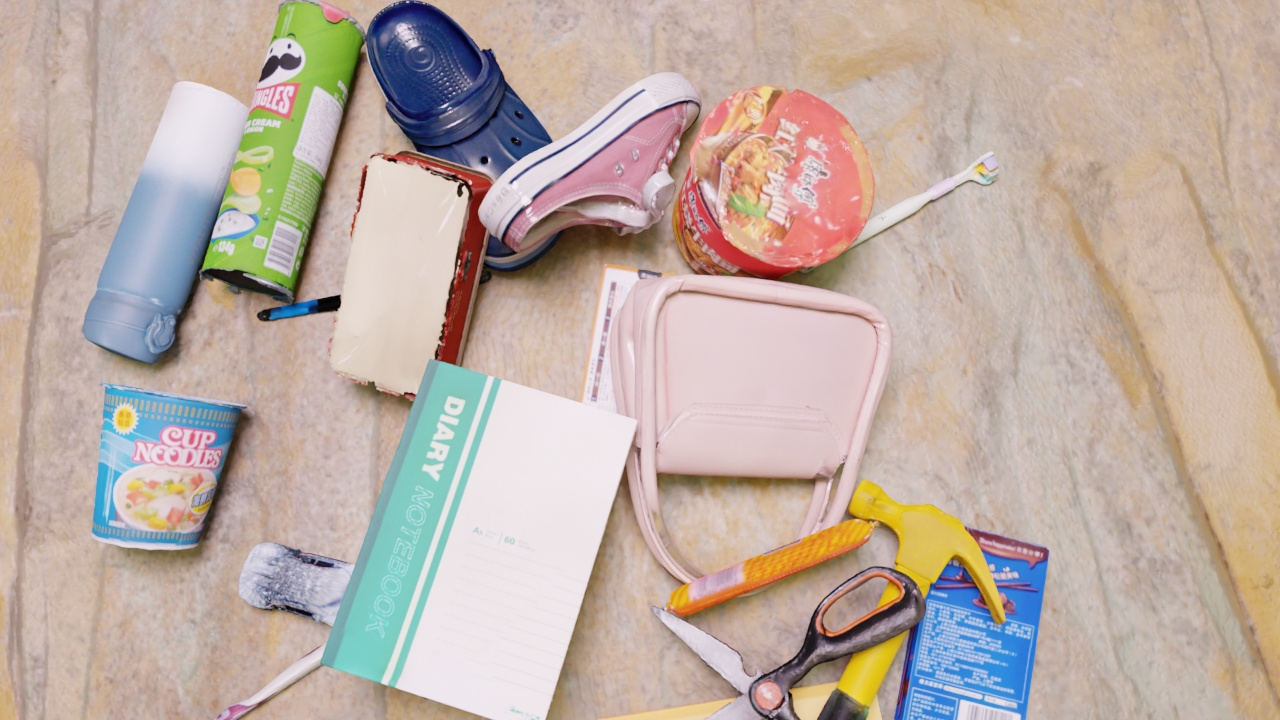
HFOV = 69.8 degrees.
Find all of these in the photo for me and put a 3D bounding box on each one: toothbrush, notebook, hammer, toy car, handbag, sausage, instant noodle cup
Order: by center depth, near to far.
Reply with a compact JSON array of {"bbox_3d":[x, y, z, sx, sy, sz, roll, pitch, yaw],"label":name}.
[{"bbox_3d":[-0.102,0.116,0.599,0.150,0.012,0.209,16,76,3],"label":"notebook"},{"bbox_3d":[0.148,0.238,0.641,0.129,0.033,0.300,27,80,20],"label":"hammer"},{"bbox_3d":[0.092,0.145,0.645,0.165,0.021,0.021,-21,78,-2],"label":"sausage"},{"bbox_3d":[0.080,0.315,0.652,0.206,0.010,0.145,-8,77,-3],"label":"notebook"},{"bbox_3d":[-0.292,0.250,0.662,0.187,0.016,0.017,-33,69,-7],"label":"toothbrush"},{"bbox_3d":[-0.348,0.078,0.666,0.099,0.099,0.110,8,85,1],"label":"instant noodle cup"},{"bbox_3d":[0.074,0.058,0.670,0.193,0.093,0.234,4,89,-14],"label":"handbag"},{"bbox_3d":[-0.242,0.166,0.673,0.105,0.031,0.049,13,78,2],"label":"toy car"},{"bbox_3d":[0.092,-0.120,0.695,0.138,0.109,0.137,3,77,-13],"label":"instant noodle cup"},{"bbox_3d":[-0.213,-0.053,0.733,0.189,0.016,0.014,-10,72,-2],"label":"toothbrush"},{"bbox_3d":[0.210,-0.119,0.751,0.189,0.029,0.020,-28,37,-6],"label":"toothbrush"}]

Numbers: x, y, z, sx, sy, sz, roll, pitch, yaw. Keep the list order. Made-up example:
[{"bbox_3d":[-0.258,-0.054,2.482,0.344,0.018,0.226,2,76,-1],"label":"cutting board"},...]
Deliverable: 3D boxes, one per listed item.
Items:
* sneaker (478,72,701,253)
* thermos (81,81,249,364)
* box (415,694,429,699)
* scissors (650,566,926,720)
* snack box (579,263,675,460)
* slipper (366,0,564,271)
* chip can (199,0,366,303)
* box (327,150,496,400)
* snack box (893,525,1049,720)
[{"bbox_3d":[-0.015,-0.136,0.687,0.088,0.119,0.240,45,48,1],"label":"sneaker"},{"bbox_3d":[-0.368,-0.106,0.719,0.070,0.070,0.220,13,77,2],"label":"thermos"},{"bbox_3d":[-0.118,0.137,0.646,0.095,0.100,0.201,2,76,-1],"label":"box"},{"bbox_3d":[0.108,0.227,0.624,0.233,0.022,0.220,40,84,21],"label":"scissors"},{"bbox_3d":[-0.004,0.004,0.716,0.075,0.026,0.153,9,77,1],"label":"snack box"},{"bbox_3d":[-0.138,-0.193,0.728,0.105,0.095,0.252,-30,76,-5],"label":"slipper"},{"bbox_3d":[-0.281,-0.167,0.730,0.072,0.072,0.235,10,77,2],"label":"chip can"},{"bbox_3d":[-0.170,-0.062,0.667,0.091,0.077,0.168,17,105,5],"label":"box"},{"bbox_3d":[0.242,0.204,0.671,0.084,0.026,0.157,14,77,4],"label":"snack box"}]
